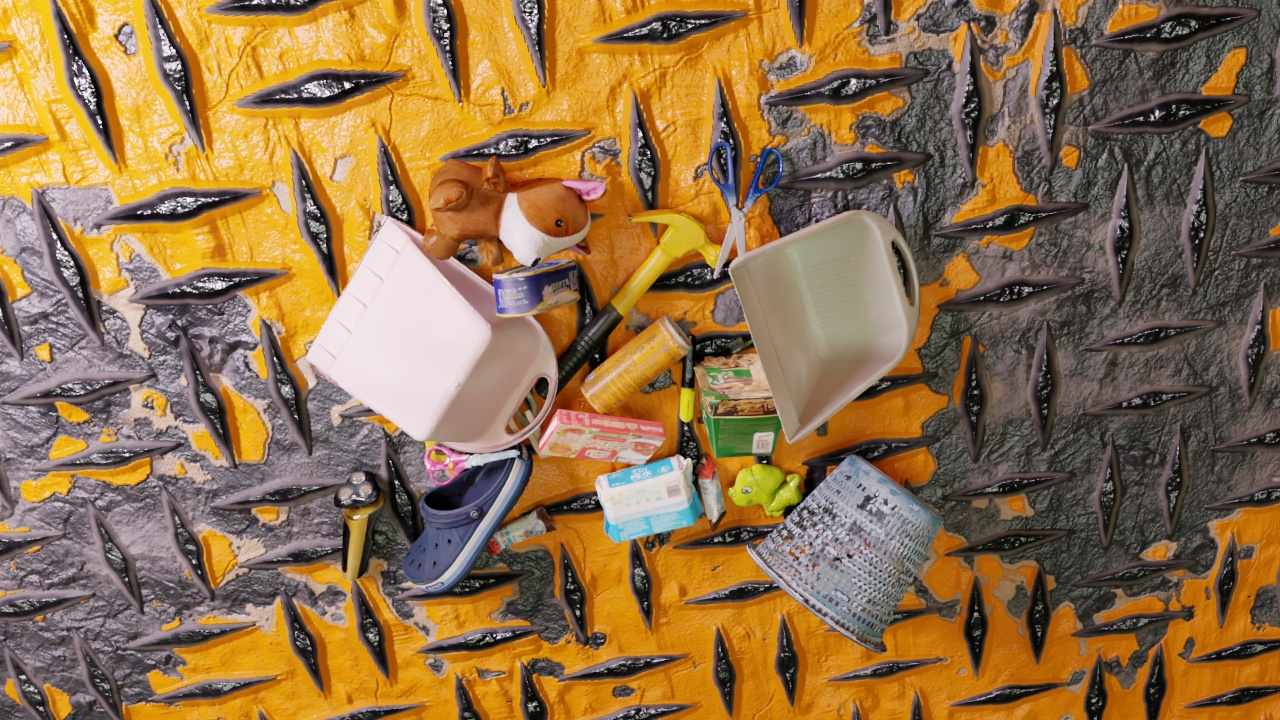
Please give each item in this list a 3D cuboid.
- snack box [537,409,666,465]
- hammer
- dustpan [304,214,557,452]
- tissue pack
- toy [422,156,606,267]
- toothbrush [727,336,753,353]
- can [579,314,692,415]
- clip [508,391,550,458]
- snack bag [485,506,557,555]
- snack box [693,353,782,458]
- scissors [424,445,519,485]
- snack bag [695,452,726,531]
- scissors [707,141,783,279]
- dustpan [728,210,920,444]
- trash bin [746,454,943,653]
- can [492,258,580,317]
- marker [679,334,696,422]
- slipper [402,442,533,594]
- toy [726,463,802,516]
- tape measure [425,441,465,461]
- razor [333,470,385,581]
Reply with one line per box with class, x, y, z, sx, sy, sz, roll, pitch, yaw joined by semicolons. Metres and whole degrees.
snack box;-0.050;0.101;1.192;0.152;0.025;0.075;9;141;-25
hammer;-0.030;-0.065;1.155;0.128;0.032;0.301;37;105;-18
dustpan;-0.246;-0.008;1.139;0.273;0.138;0.223;42;105;20
tissue pack;0.010;0.188;1.251;0.140;0.063;0.090;-14;112;-1
toy;-0.145;-0.165;1.058;0.199;0.130;0.140;2;151;-17
toothbrush;0.197;-0.060;1.189;0.186;0.012;0.017;-30;102;8
can;-0.007;0.007;1.174;0.146;0.058;0.058;-38;111;11
clip;-0.144;0.091;1.195;0.035;0.094;0.102;-20;102;3
snack bag;-0.172;0.238;1.277;0.105;0.026;0.045;-24;110;3
snack box;0.130;0.063;1.182;0.118;0.117;0.106;-4;117;-5
scissors;-0.216;0.128;1.180;0.133;0.017;0.054;-11;93;15
snack bag;0.098;0.183;1.269;0.026;0.048;0.104;3;122;29
scissors;0.126;-0.185;1.111;0.155;0.012;0.166;-29;102;-1
dustpan;0.239;-0.063;1.084;0.143;0.257;0.223;-14;105;28
trash bin;0.290;0.244;1.236;0.226;0.226;0.195;35;93;-18
can;-0.120;-0.087;1.076;0.075;0.147;0.049;-1;102;21
marker;0.063;0.024;1.211;0.018;0.015;0.124;-2;112;-11
slipper;-0.241;0.204;1.212;0.095;0.105;0.253;34;104;-25
toy;0.176;0.178;1.279;0.097;0.031;0.100;-36;115;6
tape measure;-0.258;0.110;1.212;0.057;0.029;0.060;-2;114;-5
razor;-0.386;0.229;1.241;0.067;0.062;0.168;-7;124;-37
